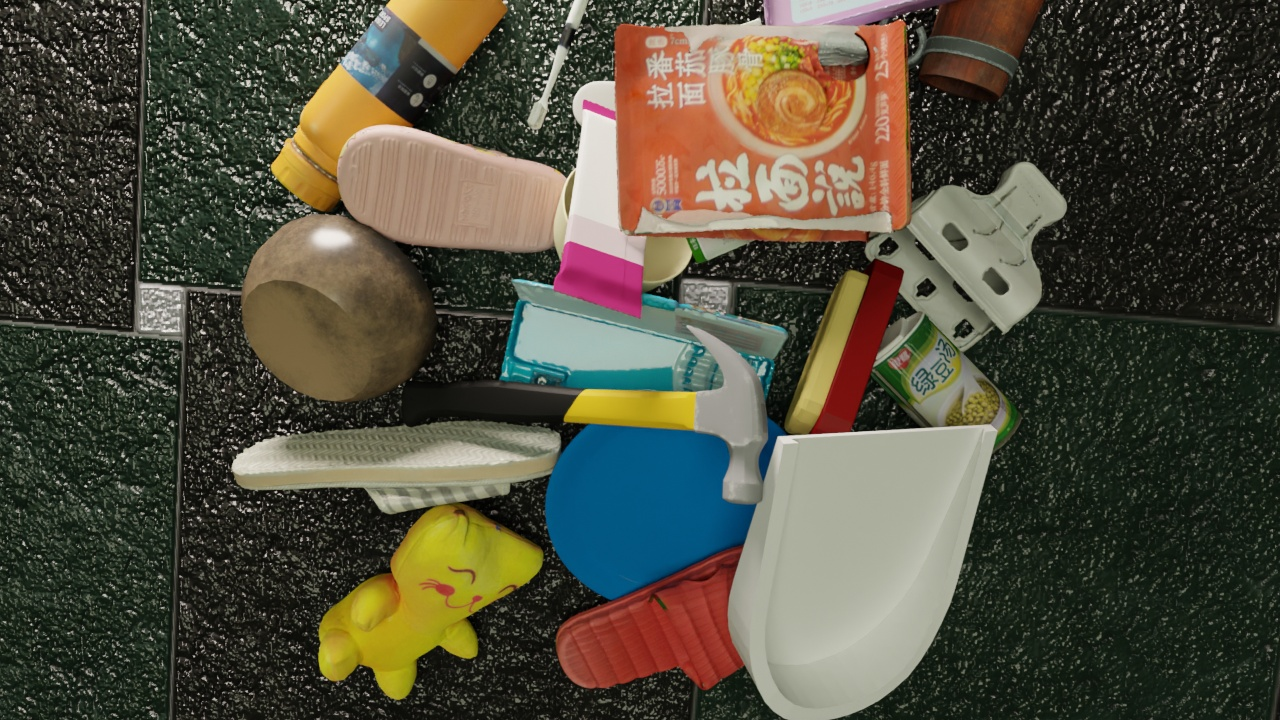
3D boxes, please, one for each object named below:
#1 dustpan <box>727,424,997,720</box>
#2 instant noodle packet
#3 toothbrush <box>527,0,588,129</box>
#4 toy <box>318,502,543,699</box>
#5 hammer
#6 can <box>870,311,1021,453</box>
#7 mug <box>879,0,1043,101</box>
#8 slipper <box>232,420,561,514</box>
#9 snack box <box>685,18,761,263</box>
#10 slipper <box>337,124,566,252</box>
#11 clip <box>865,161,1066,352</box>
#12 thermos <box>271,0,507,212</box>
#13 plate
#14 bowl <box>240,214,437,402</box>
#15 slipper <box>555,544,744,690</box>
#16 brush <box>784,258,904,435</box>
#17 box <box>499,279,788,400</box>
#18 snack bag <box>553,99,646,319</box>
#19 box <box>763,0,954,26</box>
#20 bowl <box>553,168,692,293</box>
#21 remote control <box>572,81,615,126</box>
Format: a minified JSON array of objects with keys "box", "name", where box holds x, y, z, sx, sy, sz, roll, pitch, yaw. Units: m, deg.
[{"box":[0.171,0.176,0.724,0.191,0.053,0.258,-1,122,-22],"name":"dustpan"},{"box":[0.089,-0.177,0.714,0.221,0.084,0.164,-1,90,-9],"name":"instant noodle packet"},{"box":[-0.058,-0.286,0.780,0.012,0.017,0.187,22,97,-1],"name":"toothbrush"},{"box":[-0.186,0.204,0.804,0.194,0.087,0.134,-45,133,11],"name":"toy"},{"box":[-0.056,0.036,0.725,0.324,0.029,0.127,2,86,26],"name":"hammer"},{"box":[0.247,0.022,0.759,0.121,0.067,0.067,45,97,-1],"name":"can"},{"box":[0.256,-0.276,0.730,0.117,0.081,0.111,22,101,20],"name":"mug"},{"box":[-0.203,0.090,0.778,0.272,0.114,0.054,-1,102,-4],"name":"slipper"},{"box":[0.072,-0.180,0.751,0.131,0.027,0.168,-25,93,-17],"name":"snack box"},{"box":[-0.154,-0.143,0.776,0.197,0.081,0.093,10,112,-20],"name":"slipper"},{"box":[0.278,-0.093,0.741,0.152,0.105,0.126,-42,93,17],"name":"clip"},{"box":[-0.216,-0.233,0.776,0.076,0.091,0.233,38,98,-28],"name":"thermos"},{"box":[0.032,0.121,0.783,0.224,0.024,0.225,-1,117,-2],"name":"plate"},{"box":[-0.256,-0.033,0.757,0.162,0.070,0.162,10,127,14],"name":"bowl"},{"box":[0.042,0.235,0.790,0.249,0.059,0.103,-23,110,11],"name":"slipper"},{"box":[0.159,-0.002,0.733,0.042,0.082,0.173,22,72,5],"name":"brush"},{"box":[0.000,-0.011,0.771,0.227,0.086,0.169,14,131,3],"name":"box"},{"box":[-0.024,-0.123,0.715,0.070,0.016,0.196,17,56,-19],"name":"snack bag"},{"box":[0.189,-0.340,0.700,0.215,0.040,0.151,-4,104,31],"name":"box"},{"box":[-0.025,-0.097,0.762,0.118,0.117,0.074,46,140,-1],"name":"bowl"},{"box":[0.010,-0.214,0.783,0.136,0.013,0.043,4,96,4],"name":"remote control"}]
